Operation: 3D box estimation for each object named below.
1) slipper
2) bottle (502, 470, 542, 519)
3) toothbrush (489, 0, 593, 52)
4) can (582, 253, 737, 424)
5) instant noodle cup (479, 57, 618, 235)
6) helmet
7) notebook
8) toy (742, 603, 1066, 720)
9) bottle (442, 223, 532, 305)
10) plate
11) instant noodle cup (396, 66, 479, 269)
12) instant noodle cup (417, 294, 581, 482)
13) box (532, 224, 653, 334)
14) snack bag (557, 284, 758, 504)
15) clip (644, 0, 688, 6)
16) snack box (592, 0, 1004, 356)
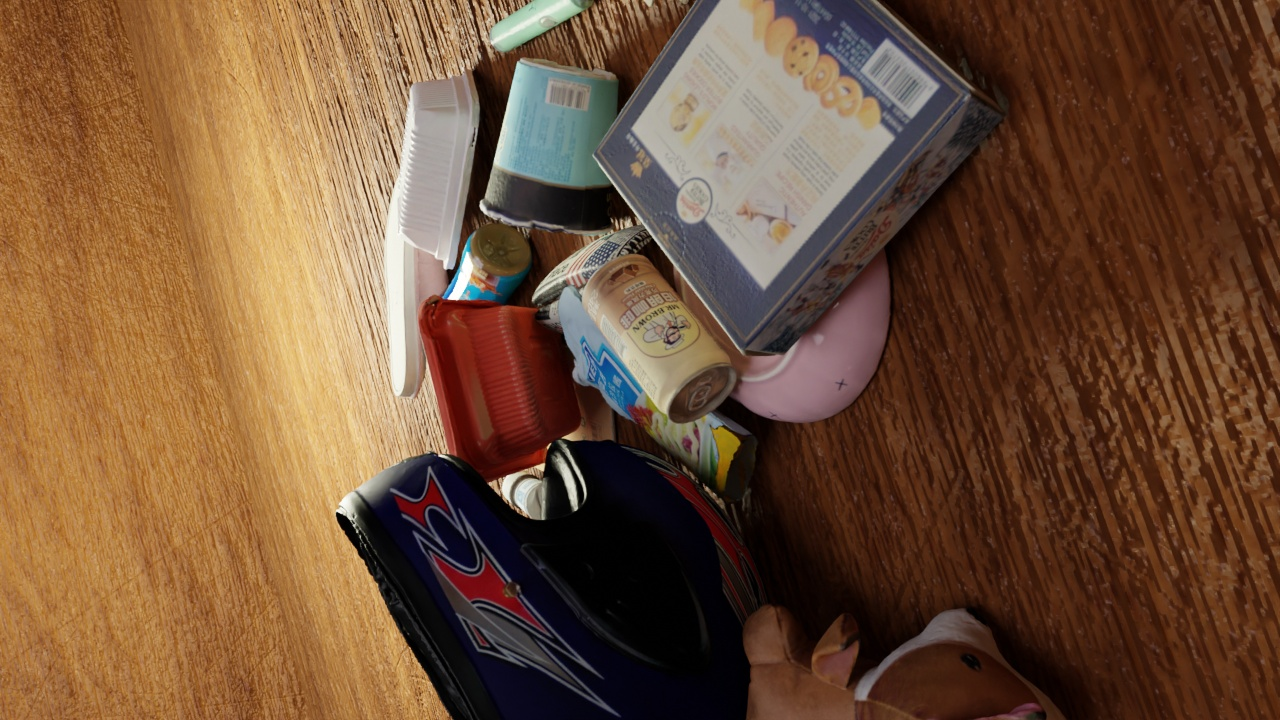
[{"bbox_3d":[-0.257,-0.089,1.054,0.114,0.054,0.274,-35,56,57],"label":"slipper"},{"bbox_3d":[-0.079,0.149,0.905,0.195,0.044,0.080,15,127,55],"label":"bottle"},{"bbox_3d":[-0.063,-0.287,0.739,0.225,0.026,0.027,3,82,55],"label":"toothbrush"},{"bbox_3d":[0.011,-0.017,0.625,0.116,0.058,0.059,53,140,31],"label":"can"},{"bbox_3d":[-0.065,-0.171,0.724,0.111,0.111,0.121,33,120,47],"label":"instant noodle cup"},{"bbox_3d":[-0.042,0.174,0.672,0.315,0.239,0.248,53,154,15],"label":"helmet"},{"bbox_3d":[-0.083,0.051,0.909,0.208,0.008,0.148,15,114,53],"label":"notebook"},{"bbox_3d":[0.157,0.200,0.527,0.200,0.140,0.130,-3,58,55],"label":"toy"},{"bbox_3d":[-0.174,-0.055,0.953,0.065,0.065,0.219,64,145,19],"label":"bottle"},{"bbox_3d":[0.077,-0.048,0.605,0.192,0.039,0.193,26,123,50],"label":"plate"},{"bbox_3d":[-0.204,-0.192,0.904,0.138,0.060,0.174,-111,31,-53],"label":"instant noodle cup"},{"bbox_3d":[-0.116,0.018,0.815,0.079,0.188,0.164,-16,88,16],"label":"instant noodle cup"},{"bbox_3d":[-0.037,-0.070,0.756,0.163,0.076,0.087,-13,71,60],"label":"box"},{"bbox_3d":[0.006,0.028,0.699,0.191,0.038,0.110,38,160,27],"label":"snack bag"},{"bbox_3d":[0.040,-0.282,0.596,0.034,0.081,0.105,56,162,26],"label":"clip"},{"bbox_3d":[0.075,-0.128,0.526,0.183,0.045,0.178,-51,58,29],"label":"snack box"}]
